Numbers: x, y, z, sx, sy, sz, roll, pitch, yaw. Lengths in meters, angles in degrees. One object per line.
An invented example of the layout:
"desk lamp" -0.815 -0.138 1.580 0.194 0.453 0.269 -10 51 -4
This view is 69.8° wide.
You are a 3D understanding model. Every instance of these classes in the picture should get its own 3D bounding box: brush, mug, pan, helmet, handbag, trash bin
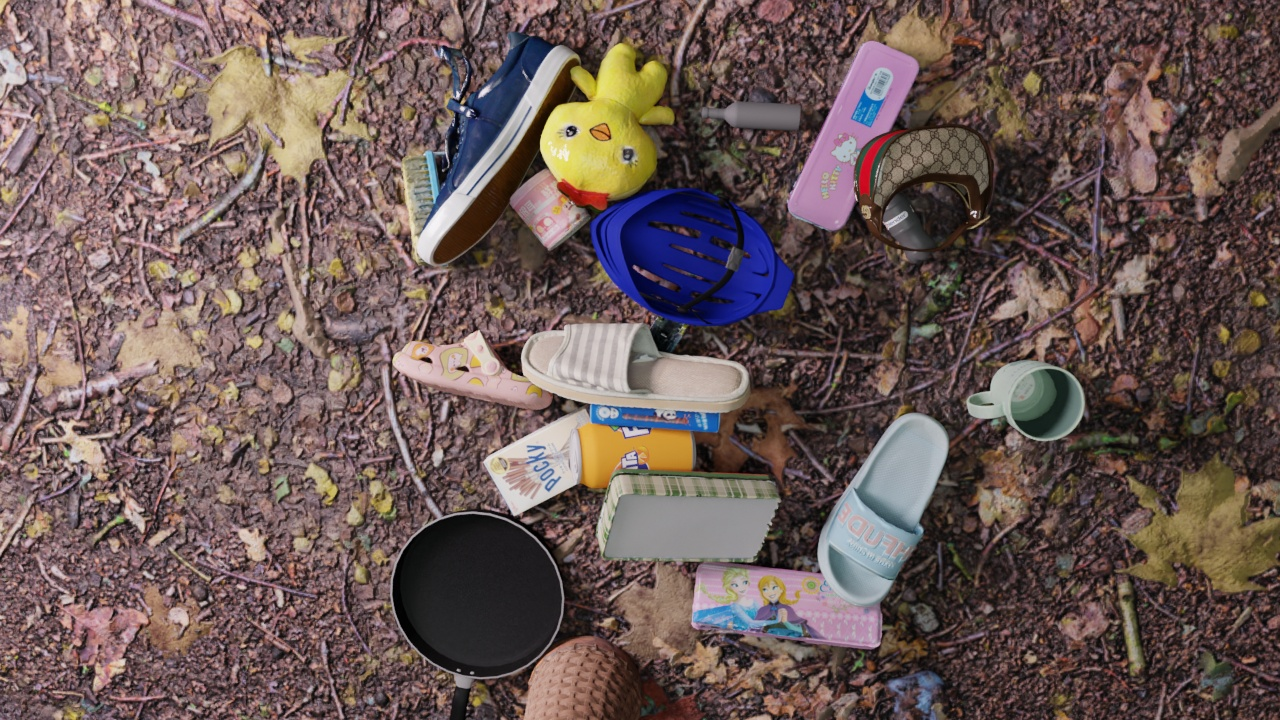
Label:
"brush" -0.241 -0.181 1.102 0.075 0.055 0.136 -9 99 -16
"mug" 0.434 0.043 1.056 0.111 0.104 0.084 -13 98 6
"pan" -0.221 0.364 1.197 0.225 0.034 0.356 11 100 3
"helmet" 0.049 -0.118 1.000 0.241 0.227 0.148 20 92 4
"handbag" 0.323 -0.192 1.032 0.166 0.063 0.138 -9 102 -18
"trash bin" -0.079 0.450 1.111 0.151 0.210 0.151 1 99 5

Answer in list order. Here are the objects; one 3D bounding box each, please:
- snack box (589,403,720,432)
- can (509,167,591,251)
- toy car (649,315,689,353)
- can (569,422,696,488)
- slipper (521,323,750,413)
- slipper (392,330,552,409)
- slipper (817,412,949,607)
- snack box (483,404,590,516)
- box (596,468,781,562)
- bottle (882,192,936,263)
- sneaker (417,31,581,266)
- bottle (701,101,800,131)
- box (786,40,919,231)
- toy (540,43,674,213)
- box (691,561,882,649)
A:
"snack box" 0.020 0.050 1.098 0.151 0.087 0.034 4 111 4
"can" -0.107 -0.179 1.083 0.067 0.067 0.076 -38 95 9
"toy car" 0.027 -0.028 1.116 0.039 0.027 0.090 33 116 0
"can" -0.010 0.110 1.099 0.142 0.079 0.079 -2 99 -13
"slipper" -0.006 0.006 1.067 0.273 0.114 0.054 11 134 10
"slipper" -0.198 0.006 1.119 0.197 0.093 0.081 14 80 0
"slipper" 0.293 0.177 1.096 0.104 0.074 0.245 26 92 4
"snack box" -0.113 0.126 1.154 0.150 0.026 0.082 -28 97 8
"box" 0.056 0.184 1.089 0.205 0.050 0.118 2 124 -16
"bottle" 0.302 -0.165 1.067 0.036 0.036 0.110 -35 95 9
"sneaker" -0.194 -0.252 1.050 0.127 0.120 0.294 29 87 9
"bottle" 0.127 -0.285 1.065 0.113 0.030 0.030 4 99 4
"box" 0.243 -0.256 1.059 0.076 0.036 0.214 25 101 4
"toy" -0.036 -0.263 1.049 0.134 0.092 0.207 24 86 -4
"box" 0.181 0.311 1.155 0.230 0.077 0.084 6 62 4
